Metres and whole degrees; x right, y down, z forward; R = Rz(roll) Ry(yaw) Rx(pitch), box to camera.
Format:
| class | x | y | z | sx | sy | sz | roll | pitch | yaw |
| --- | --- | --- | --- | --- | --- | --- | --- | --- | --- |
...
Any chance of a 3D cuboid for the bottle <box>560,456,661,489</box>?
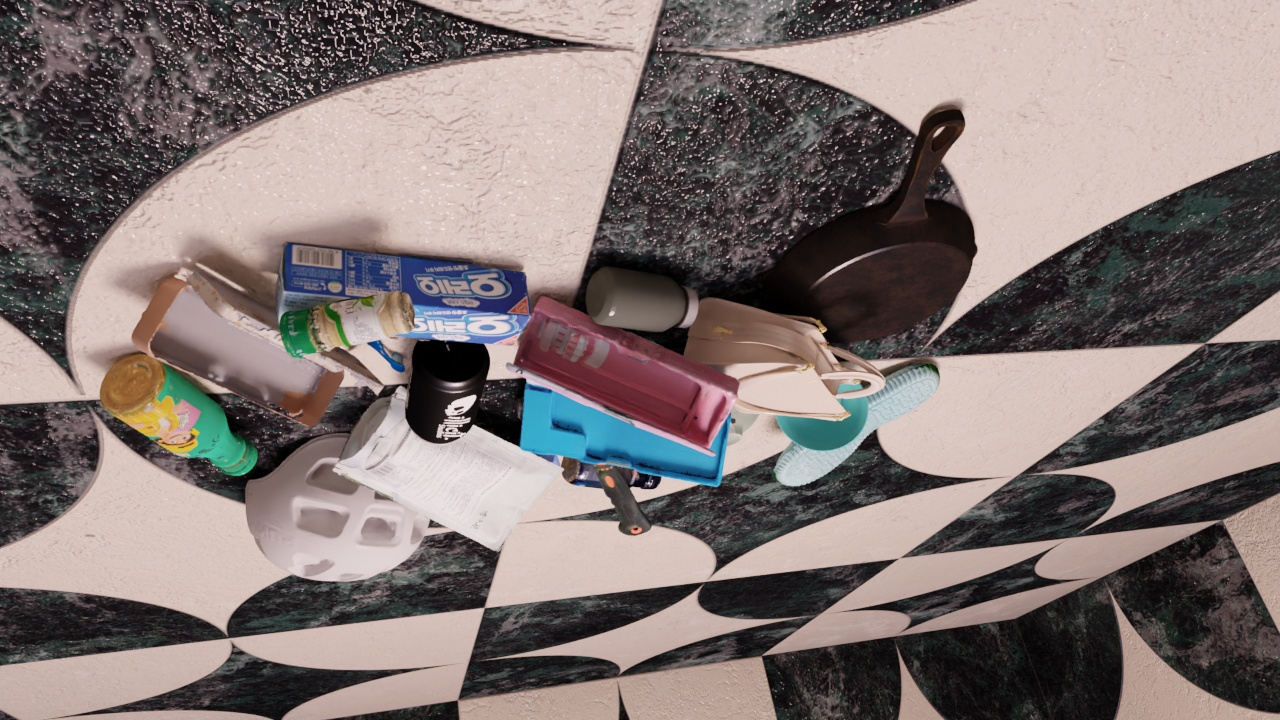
| class | x | y | z | sx | sy | sz | roll | pitch | yaw |
| --- | --- | --- | --- | --- | --- | --- | --- | --- | --- |
| bottle | -0.039 | 0.160 | 1.327 | 0.160 | 0.056 | 0.056 | 14 | 143 | -39 |

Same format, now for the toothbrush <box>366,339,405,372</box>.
| class | x | y | z | sx | sy | sz | roll | pitch | yaw |
| --- | --- | --- | --- | --- | --- | --- | --- | --- | --- |
| toothbrush | -0.281 | -0.022 | 0.951 | 0.021 | 0.016 | 0.132 | -18 | 149 | 10 |

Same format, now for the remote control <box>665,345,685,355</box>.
| class | x | y | z | sx | sy | sz | roll | pitch | yaw |
| --- | --- | --- | --- | --- | --- | --- | --- | --- | --- |
| remote control | -0.007 | 0.006 | 1.097 | 0.140 | 0.021 | 0.045 | -6 | 150 | -7 |

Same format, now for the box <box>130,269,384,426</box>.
| class | x | y | z | sx | sy | sz | roll | pitch | yaw |
| --- | --- | --- | --- | --- | --- | --- | --- | --- | --- |
| box | -0.362 | 0.000 | 0.875 | 0.108 | 0.095 | 0.216 | -42 | 147 | 3 |

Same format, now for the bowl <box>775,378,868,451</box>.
| class | x | y | z | sx | sy | sz | roll | pitch | yaw |
| --- | --- | --- | --- | --- | --- | --- | --- | --- | --- |
| bowl | 0.243 | 0.057 | 1.230 | 0.121 | 0.121 | 0.046 | -23 | -170 | 20 |

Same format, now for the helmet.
| class | x | y | z | sx | sy | sz | roll | pitch | yaw |
| --- | --- | --- | --- | --- | --- | --- | --- | --- | --- |
| helmet | -0.405 | 0.201 | 1.225 | 0.283 | 0.183 | 0.224 | -9 | 156 | 43 |

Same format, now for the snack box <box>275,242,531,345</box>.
| class | x | y | z | sx | sy | sz | roll | pitch | yaw |
| --- | --- | --- | --- | --- | --- | --- | --- | --- | --- |
| snack box | -0.218 | -0.059 | 0.856 | 0.226 | 0.059 | 0.060 | 4 | 148 | -26 |

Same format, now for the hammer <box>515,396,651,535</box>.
| class | x | y | z | sx | sy | sz | roll | pitch | yaw |
| --- | --- | --- | --- | --- | --- | --- | --- | --- | --- |
| hammer | -0.047 | 0.142 | 1.233 | 0.133 | 0.033 | 0.333 | -16 | 136 | 6 |

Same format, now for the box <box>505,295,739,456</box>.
| class | x | y | z | sx | sy | sz | roll | pitch | yaw |
| --- | --- | --- | --- | --- | --- | --- | --- | --- | --- |
| box | -0.023 | 0.034 | 0.943 | 0.232 | 0.098 | 0.100 | 24 | 128 | -3 |

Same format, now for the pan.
| class | x | y | z | sx | sy | sz | roll | pitch | yaw |
| --- | --- | --- | --- | --- | --- | --- | --- | --- | --- |
| pan | 0.262 | -0.117 | 0.948 | 0.248 | 0.043 | 0.357 | -7 | 152 | -8 |

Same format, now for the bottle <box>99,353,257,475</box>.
| class | x | y | z | sx | sy | sz | roll | pitch | yaw |
| --- | --- | --- | --- | --- | --- | --- | --- | --- | --- |
| bottle | -0.481 | 0.068 | 0.981 | 0.068 | 0.068 | 0.210 | -13 | 152 | 2 |

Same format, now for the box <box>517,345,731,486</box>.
| class | x | y | z | sx | sy | sz | roll | pitch | yaw |
| --- | --- | --- | --- | --- | --- | --- | --- | --- | --- |
| box | -0.018 | 0.051 | 1.057 | 0.244 | 0.063 | 0.175 | 10 | 129 | 9 |

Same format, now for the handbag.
| class | x | y | z | sx | sy | sz | roll | pitch | yaw |
| --- | --- | --- | --- | --- | --- | --- | --- | --- | --- |
| handbag | 0.175 | 0.009 | 1.023 | 0.198 | 0.101 | 0.194 | 9 | 163 | 30 |

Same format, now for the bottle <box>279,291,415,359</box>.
| class | x | y | z | sx | sy | sz | roll | pitch | yaw |
| --- | --- | --- | --- | --- | --- | --- | --- | --- | --- |
| bottle | -0.252 | -0.032 | 0.793 | 0.110 | 0.042 | 0.043 | -12 | 152 | -1 |

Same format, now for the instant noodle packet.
| class | x | y | z | sx | sy | sz | roll | pitch | yaw |
| --- | --- | --- | --- | --- | --- | --- | --- | --- | --- |
| instant noodle packet | -0.234 | 0.137 | 1.146 | 0.147 | 0.057 | 0.269 | -49 | 130 | 7 |

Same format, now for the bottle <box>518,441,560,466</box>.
| class | x | y | z | sx | sy | sz | roll | pitch | yaw |
| --- | --- | --- | --- | --- | --- | --- | --- | --- | --- |
| bottle | -0.139 | 0.122 | 1.229 | 0.048 | 0.048 | 0.131 | -10 | 152 | -2 |

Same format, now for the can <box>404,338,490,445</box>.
| class | x | y | z | sx | sy | sz | roll | pitch | yaw |
| --- | --- | --- | --- | --- | --- | --- | --- | --- | --- |
| can | -0.213 | 0.030 | 1.000 | 0.080 | 0.080 | 0.146 | -1 | 150 | -19 |

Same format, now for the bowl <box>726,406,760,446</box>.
| class | x | y | z | sx | sy | sz | roll | pitch | yaw |
| --- | --- | --- | --- | --- | --- | --- | --- | --- | --- |
| bowl | 0.108 | 0.078 | 1.222 | 0.174 | 0.067 | 0.174 | -10 | 150 | -6 |

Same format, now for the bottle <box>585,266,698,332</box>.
| class | x | y | z | sx | sy | sz | roll | pitch | yaw |
| --- | --- | --- | --- | --- | --- | --- | --- | --- | --- |
| bottle | 0.002 | -0.060 | 0.937 | 0.108 | 0.060 | 0.060 | 6 | 147 | -30 |

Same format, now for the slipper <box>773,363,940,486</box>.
| class | x | y | z | sx | sy | sz | roll | pitch | yaw |
| --- | --- | --- | --- | --- | --- | --- | --- | --- | --- |
| slipper | 0.296 | 0.080 | 1.303 | 0.276 | 0.069 | 0.116 | -36 | 145 | 13 |
